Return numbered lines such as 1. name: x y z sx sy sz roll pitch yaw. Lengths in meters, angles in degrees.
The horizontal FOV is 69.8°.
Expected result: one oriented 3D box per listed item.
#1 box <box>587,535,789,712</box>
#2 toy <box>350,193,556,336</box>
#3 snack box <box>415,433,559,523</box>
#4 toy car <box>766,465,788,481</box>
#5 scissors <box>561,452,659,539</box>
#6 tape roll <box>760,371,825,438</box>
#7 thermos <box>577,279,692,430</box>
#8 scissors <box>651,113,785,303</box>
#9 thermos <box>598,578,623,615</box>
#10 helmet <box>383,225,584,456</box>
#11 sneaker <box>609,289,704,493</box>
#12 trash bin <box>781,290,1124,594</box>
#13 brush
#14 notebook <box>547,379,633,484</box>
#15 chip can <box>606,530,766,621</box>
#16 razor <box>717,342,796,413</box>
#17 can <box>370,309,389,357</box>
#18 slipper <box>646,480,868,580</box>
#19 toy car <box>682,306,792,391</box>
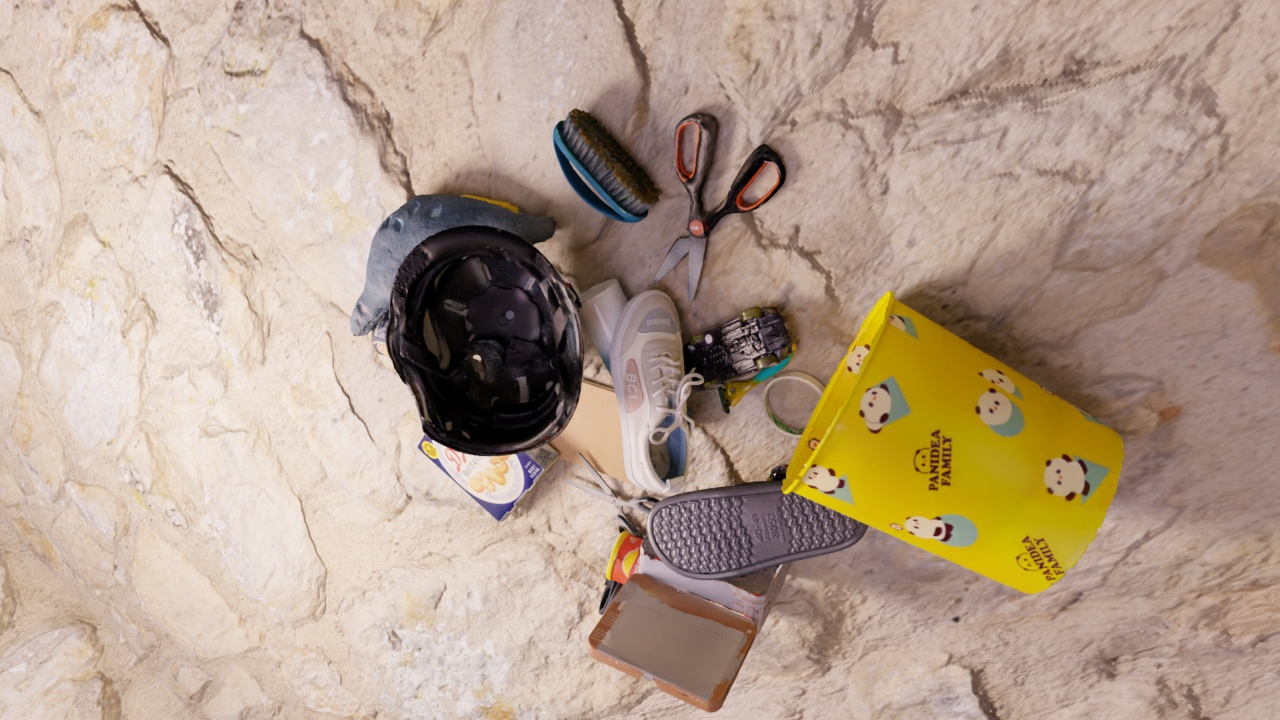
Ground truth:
1. box: 0.068 0.296 1.147 0.177 0.259 0.082 19 127 21
2. toy: -0.274 -0.138 1.183 0.357 0.091 0.138 -27 102 26
3. snack box: -0.231 0.133 1.359 0.182 0.045 0.178 41 135 1
4. toy car: 0.184 0.181 1.156 0.049 0.031 0.106 10 110 27
5. scissors: -0.033 0.200 1.303 0.160 0.014 0.181 -11 117 36
6. tape roll: 0.185 0.053 1.088 0.086 0.013 0.086 15 125 22
7. thermos: -0.007 0.007 1.142 0.070 0.070 0.220 -17 110 37
8. scissors: 0.079 -0.160 1.012 0.205 0.021 0.225 2 119 29
9. thermos: 0.009 0.362 1.343 0.143 0.092 0.093 25 129 5
10. helmet: -0.173 -0.030 1.104 0.230 0.156 0.274 -14 101 5
11. sneaker: 0.021 0.038 1.072 0.091 0.089 0.242 -172 79 -64
12. trash bin: 0.305 0.090 0.912 0.255 0.228 0.230 28 129 7
13. brush: -0.046 -0.211 1.033 0.144 0.055 0.074 48 129 -4
14. notebook: -0.094 0.085 1.276 0.212 0.012 0.150 17 126 21
15. chip can: 0.062 0.308 1.271 0.217 0.073 0.073 20 127 14
16. razor: 0.140 0.016 1.082 0.133 0.028 0.043 -41 49 40
17. can: -0.311 -0.029 1.291 0.111 0.075 0.075 17 126 21
18. slipper: 0.143 0.200 1.122 0.268 0.083 0.110 -11 87 13
19. toy car: 0.109 -0.012 1.067 0.159 0.042 0.070 -23 80 43
